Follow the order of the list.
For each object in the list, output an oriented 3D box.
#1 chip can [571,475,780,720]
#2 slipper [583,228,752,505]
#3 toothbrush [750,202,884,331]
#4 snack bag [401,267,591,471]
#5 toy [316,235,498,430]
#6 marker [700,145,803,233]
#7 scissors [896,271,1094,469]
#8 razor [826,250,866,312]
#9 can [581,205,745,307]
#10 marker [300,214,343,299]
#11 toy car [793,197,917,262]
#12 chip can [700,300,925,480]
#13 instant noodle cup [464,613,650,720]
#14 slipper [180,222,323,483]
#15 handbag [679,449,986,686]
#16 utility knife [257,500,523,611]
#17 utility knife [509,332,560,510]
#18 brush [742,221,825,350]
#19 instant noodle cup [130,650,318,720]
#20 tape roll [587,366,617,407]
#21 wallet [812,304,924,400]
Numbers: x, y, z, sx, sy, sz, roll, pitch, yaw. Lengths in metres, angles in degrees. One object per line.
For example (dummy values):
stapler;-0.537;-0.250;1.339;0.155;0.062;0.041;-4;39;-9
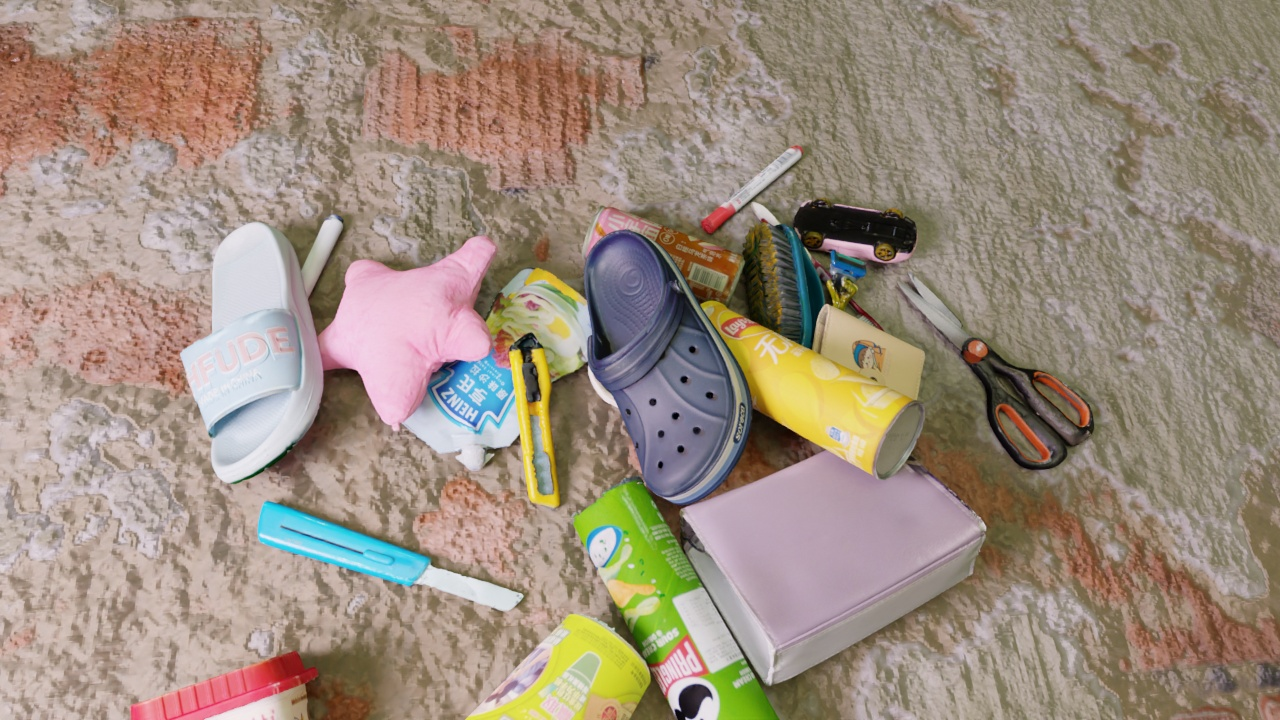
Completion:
chip can;0.029;0.208;0.716;0.072;0.072;0.236;-25;69;-17
slipper;0.010;-0.009;0.759;0.105;0.095;0.252;-32;61;26
toothbrush;0.170;-0.089;0.904;0.017;0.016;0.187;-38;74;-11
snack bag;-0.123;0.006;0.817;0.110;0.039;0.190;41;70;6
toy;-0.211;-0.021;0.789;0.195;0.074;0.178;-9;60;16
marker;0.116;-0.177;0.939;0.017;0.017;0.145;43;68;14
scissors;0.319;0.009;0.868;0.234;0.022;0.152;29;66;8
razor;0.189;-0.030;0.867;0.042;0.022;0.142;13;75;-27
can;0.022;-0.096;0.868;0.147;0.058;0.057;21;64;4
marker;-0.308;-0.080;0.849;0.023;0.018;0.130;11;64;10
toy car;0.213;-0.127;0.916;0.122;0.037;0.056;12;59;14
chip can;0.127;0.021;0.771;0.213;0.072;0.072;30;63;35
instant noodle cup;-0.057;0.256;0.669;0.112;0.112;0.123;36;59;11
slipper;-0.331;-0.019;0.769;0.104;0.074;0.245;-24;62;15
handbag;0.149;0.150;0.741;0.196;0.099;0.145;-23;53;-15
utility knife;-0.204;0.163;0.744;0.225;0.018;0.034;17;63;1
utility knife;-0.088;0.052;0.785;0.033;0.015;0.156;-7;84;-18
brush;0.140;-0.063;0.868;0.073;0.055;0.143;10;62;-27
instant noodle cup;-0.277;0.279;0.635;0.116;0.117;0.124;-16;80;-13
tape roll;-0.005;0.005;0.841;0.086;0.014;0.085;2;64;-5
wallet;0.207;0.009;0.837;0.115;0.024;0.087;24;70;-21
